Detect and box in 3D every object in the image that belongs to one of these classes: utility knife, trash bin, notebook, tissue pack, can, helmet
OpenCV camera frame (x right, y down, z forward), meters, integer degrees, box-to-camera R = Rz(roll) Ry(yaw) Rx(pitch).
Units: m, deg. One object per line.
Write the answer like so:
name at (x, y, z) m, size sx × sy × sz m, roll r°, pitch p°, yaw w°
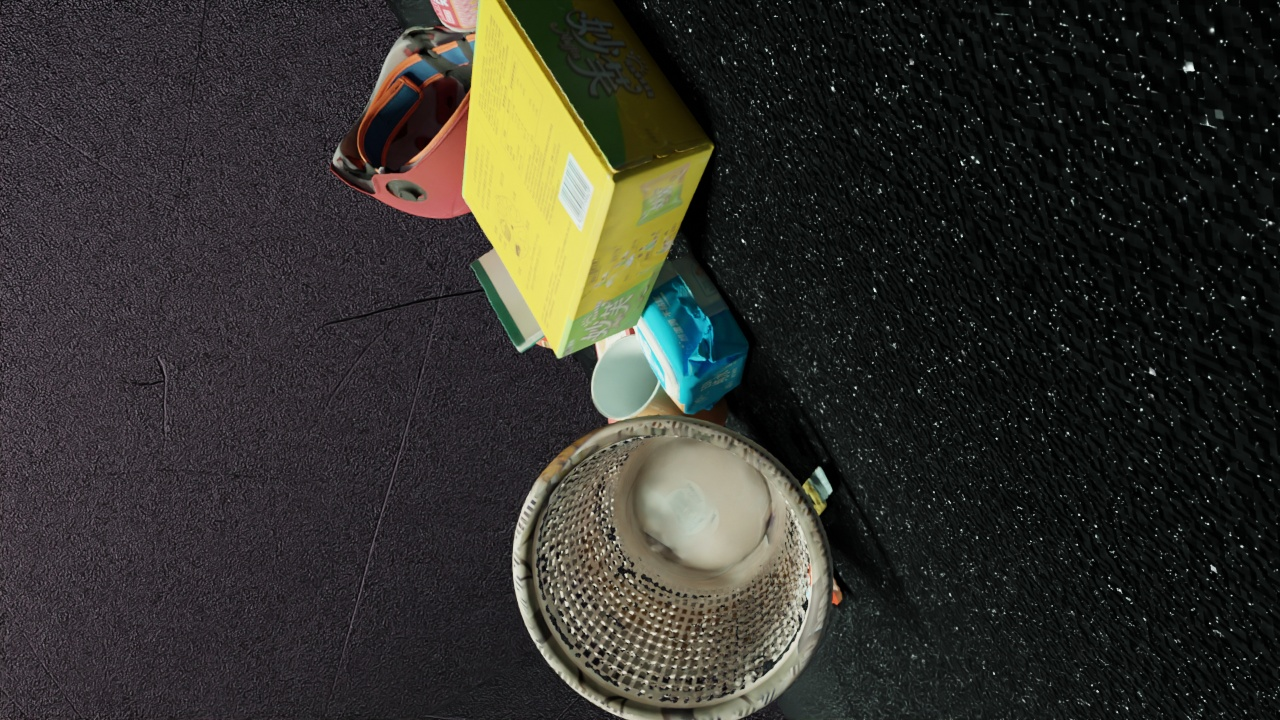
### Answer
utility knife at (0.134, 0.108, 0.725) m, size 0.031 × 0.022 × 0.213 m, roll 55°, pitch 168°, yaw 15°
trash bin at (0.035, 0.140, 0.727) m, size 0.227 × 0.228 × 0.192 m, roll 61°, pitch -167°, yaw 0°
notebook at (-0.082, -0.097, 0.886) m, size 0.012 × 0.150 × 0.209 m, roll 56°, pitch 178°, yaw -34°
tissue pack at (0.035, -0.015, 0.708) m, size 0.090 × 0.063 × 0.140 m, roll 59°, pitch 174°, yaw 14°
can at (-0.153, -0.332, 0.763) m, size 0.066 × 0.066 × 0.094 m, roll 58°, pitch 173°, yaw 27°
helmet at (-0.182, -0.234, 0.936) m, size 0.240 × 0.206 × 0.144 m, roll 8°, pitch 160°, yaw 44°

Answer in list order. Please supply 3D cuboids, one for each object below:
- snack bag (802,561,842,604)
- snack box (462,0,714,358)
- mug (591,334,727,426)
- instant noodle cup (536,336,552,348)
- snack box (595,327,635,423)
snack bag at (0.167, 0.211, 0.853) m, size 0.104 × 0.026 × 0.048 m, roll 72°, pitch 173°, yaw -66°
snack box at (-0.047, -0.121, 0.591) m, size 0.157 × 0.070 × 0.211 m, roll 58°, pitch 156°, yaw 17°
mug at (0.023, 0.033, 0.835) m, size 0.122 × 0.078 × 0.078 m, roll 29°, pitch -160°, yaw -47°
instant noodle cup at (-0.083, -0.093, 1.023) m, size 0.138 × 0.137 × 0.109 m, roll 60°, pitch 164°, yaw 8°
snack box at (-0.006, 0.006, 0.942) m, size 0.113 × 0.044 × 0.127 m, roll 158°, pitch 103°, yaw -69°
